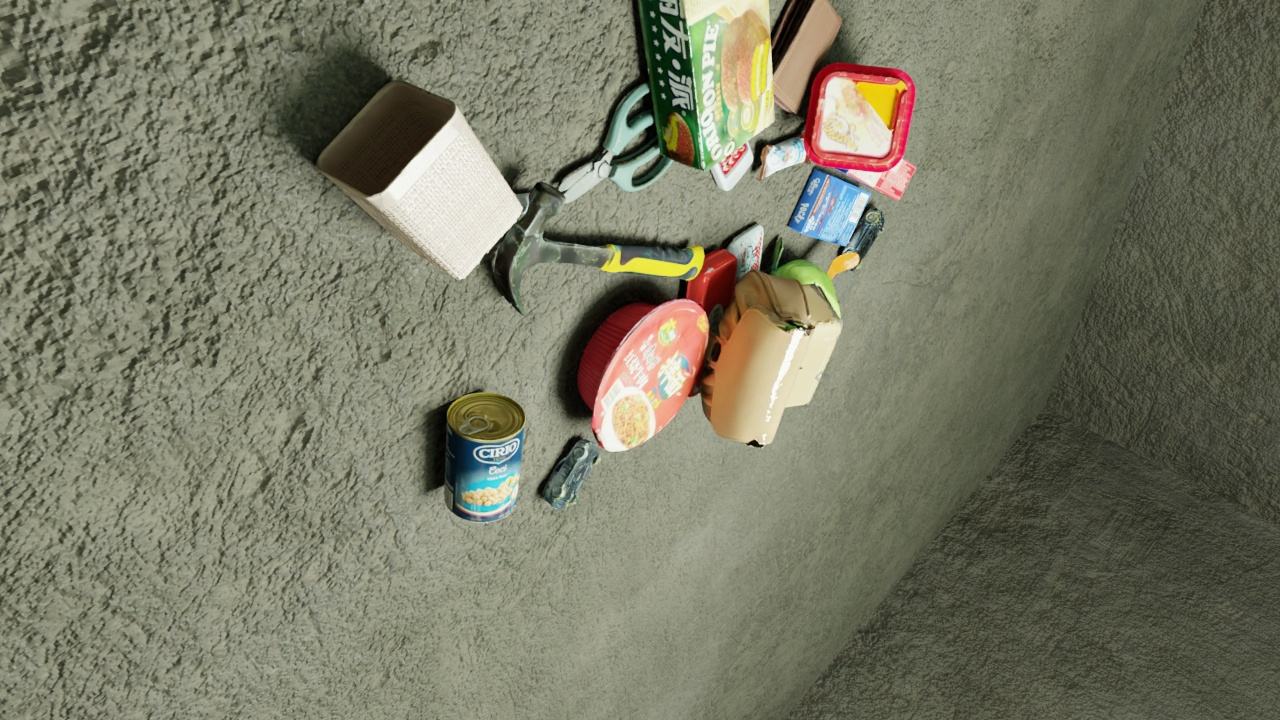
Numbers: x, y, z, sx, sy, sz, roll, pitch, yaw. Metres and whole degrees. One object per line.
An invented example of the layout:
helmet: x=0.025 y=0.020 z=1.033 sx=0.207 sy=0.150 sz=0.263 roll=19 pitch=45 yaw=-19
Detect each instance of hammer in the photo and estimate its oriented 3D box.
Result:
hammer: x=-0.029 y=-0.104 z=0.939 sx=0.322 sy=0.032 sz=0.126 roll=-4 pitch=132 yaw=-57

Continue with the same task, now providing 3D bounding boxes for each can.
can: x=-0.156 y=0.098 z=0.911 sx=0.075 sy=0.075 sz=0.111 roll=-26 pitch=138 yaw=-41

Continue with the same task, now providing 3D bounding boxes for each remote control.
remote control: x=0.091 y=-0.243 z=1.005 sx=0.055 sy=0.020 sz=0.136 roll=-52 pitch=149 yaw=-10

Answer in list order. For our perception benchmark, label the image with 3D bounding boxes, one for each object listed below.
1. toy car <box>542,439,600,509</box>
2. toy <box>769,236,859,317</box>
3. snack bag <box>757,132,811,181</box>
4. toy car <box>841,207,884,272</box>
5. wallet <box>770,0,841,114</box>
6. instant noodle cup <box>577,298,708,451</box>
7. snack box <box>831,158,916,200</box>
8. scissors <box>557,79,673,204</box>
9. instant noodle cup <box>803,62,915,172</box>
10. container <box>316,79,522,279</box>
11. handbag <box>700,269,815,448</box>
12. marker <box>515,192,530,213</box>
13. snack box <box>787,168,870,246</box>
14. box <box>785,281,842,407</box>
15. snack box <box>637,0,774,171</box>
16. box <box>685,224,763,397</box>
toy car: x=-0.082 y=0.134 z=1.090 sx=0.090 sy=0.034 sz=0.043 roll=-59 pitch=147 yaw=-1
toy: x=0.227 y=-0.065 z=1.294 sx=0.227 sy=0.090 sz=0.246 roll=-50 pitch=147 yaw=-4
snack bag: x=0.176 y=-0.250 z=1.113 sx=0.105 sy=0.026 sz=0.045 roll=-28 pitch=140 yaw=-38
toy car: x=0.336 y=-0.184 z=1.398 sx=0.105 sy=0.031 sz=0.049 roll=-59 pitch=149 yaw=1
wallet: x=0.179 y=-0.347 z=1.028 sx=0.101 sy=0.032 sz=0.124 roll=9 pitch=111 yaw=-60
instant noodle cup: x=-0.006 y=0.006 z=1.051 sx=0.193 sy=0.066 sz=0.194 roll=-36 pitch=144 yaw=-33
snack box: x=0.312 y=-0.272 z=1.259 sx=0.207 sy=0.057 sz=0.058 roll=3 pitch=118 yaw=-56
scissors: x=-0.018 y=-0.191 z=0.899 sx=0.179 sy=0.019 sz=0.139 roll=-47 pitch=148 yaw=-20
instant noodle cup: x=0.258 y=-0.289 z=1.091 sx=0.124 sy=0.116 sz=0.117 roll=-56 pitch=154 yaw=-70
container: x=-0.157 y=-0.128 z=0.676 sx=0.089 sy=0.090 sz=0.111 roll=-51 pitch=142 yaw=-11
handbag: x=0.131 y=-0.001 z=1.099 sx=0.099 sy=0.147 sz=0.205 roll=9 pitch=113 yaw=-18
marker: x=-0.136 y=-0.129 z=0.789 sx=0.130 sy=0.018 sz=0.023 roll=-18 pitch=140 yaw=-47
snack box: x=0.265 y=-0.210 z=1.276 sx=0.156 sy=0.026 sz=0.085 roll=1 pitch=116 yaw=-55
box: x=0.201 y=-0.021 z=1.188 sx=0.059 sy=0.089 sz=0.185 roll=-9 pitch=139 yaw=-16
snack box: x=0.062 y=-0.306 z=0.843 sx=0.114 sy=0.063 sz=0.240 roll=-40 pitch=140 yaw=-27
box: x=0.106 y=-0.062 z=1.176 sx=0.157 sy=0.038 sz=0.201 roll=-32 pitch=140 yaw=-36
